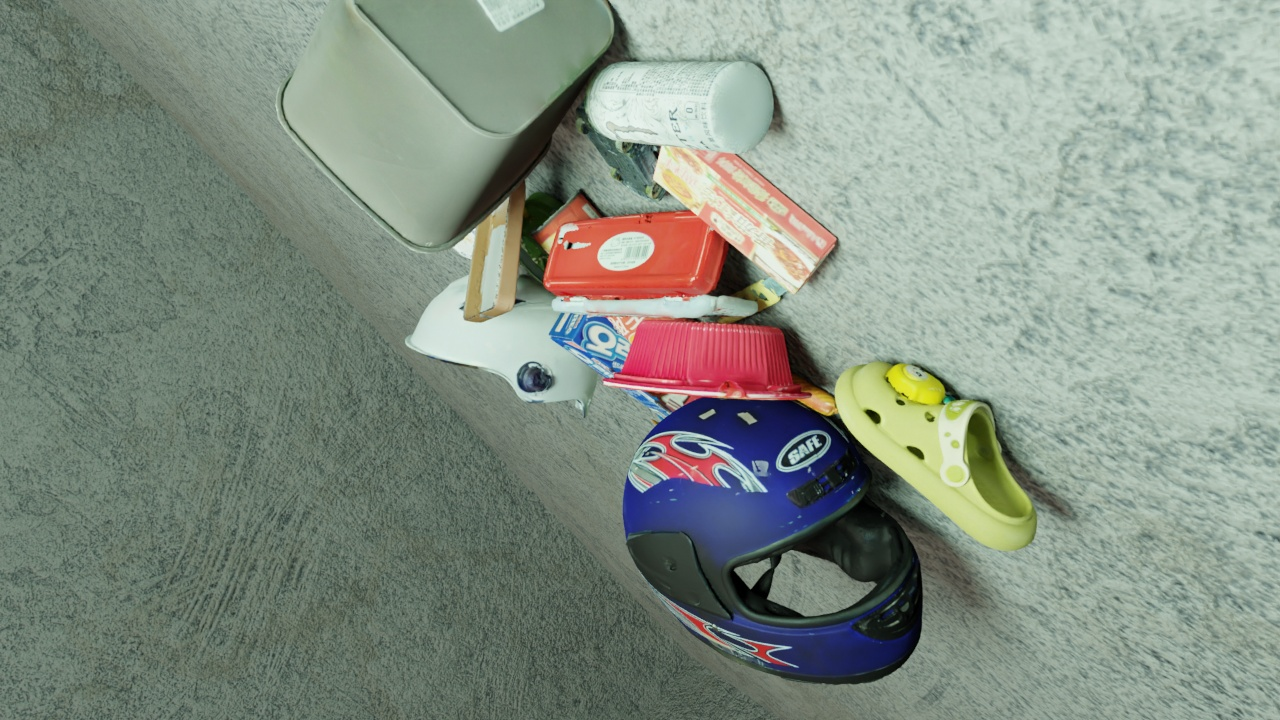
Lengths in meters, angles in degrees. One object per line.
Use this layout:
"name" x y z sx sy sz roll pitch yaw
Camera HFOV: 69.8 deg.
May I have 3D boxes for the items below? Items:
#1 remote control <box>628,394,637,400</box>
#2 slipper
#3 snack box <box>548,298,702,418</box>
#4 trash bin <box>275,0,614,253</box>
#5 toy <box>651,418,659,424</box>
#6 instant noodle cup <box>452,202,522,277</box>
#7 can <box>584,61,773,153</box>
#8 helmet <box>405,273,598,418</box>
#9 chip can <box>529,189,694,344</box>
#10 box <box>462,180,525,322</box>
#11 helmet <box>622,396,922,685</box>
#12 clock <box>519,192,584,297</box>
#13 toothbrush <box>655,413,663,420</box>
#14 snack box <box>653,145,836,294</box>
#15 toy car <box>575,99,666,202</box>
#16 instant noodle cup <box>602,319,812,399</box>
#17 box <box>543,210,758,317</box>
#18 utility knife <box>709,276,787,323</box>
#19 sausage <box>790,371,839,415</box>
"remote control" 0.002 0.021 1.223 0.056 0.019 0.135 22 156 20
"slipper" 0.243 0.060 0.717 0.190 0.091 0.082 47 126 20
"snack box" -0.006 0.006 1.053 0.207 0.058 0.057 36 166 -30
"trash bin" -0.147 -0.227 0.715 0.199 0.198 0.220 45 156 -13
"toy" 0.098 0.150 1.198 0.227 0.089 0.247 50 151 -13
"instant noodle cup" -0.208 -0.184 1.147 0.174 0.060 0.138 23 154 45
"can" 0.023 -0.179 0.643 0.147 0.058 0.058 22 153 49
"helmet" -0.160 -0.040 1.190 0.258 0.146 0.229 22 -179 -39
"chip can" -0.019 -0.076 0.963 0.216 0.073 0.073 48 163 -14
"box" -0.172 -0.177 0.958 0.179 0.130 0.272 -9 100 69
"helmet" 0.125 0.156 0.924 0.316 0.246 0.240 14 126 46
"clock" -0.089 -0.117 1.047 0.161 0.056 0.116 46 164 -13
"toothbrush" -0.003 0.038 1.301 0.189 0.014 0.016 51 162 -28
"snack box" 0.079 -0.120 0.718 0.153 0.025 0.075 41 163 6
"toy car" -0.012 -0.178 0.768 0.054 0.036 0.120 32 170 30
"instant noodle cup" 0.062 -0.002 0.848 0.194 0.066 0.194 3 180 0
"box" 0.011 -0.075 0.849 0.202 0.095 0.101 3 164 42
"utility knife" 0.100 -0.058 0.848 0.031 0.020 0.196 39 159 -8
"sausage" 0.133 0.012 0.921 0.165 0.021 0.021 33 161 30
